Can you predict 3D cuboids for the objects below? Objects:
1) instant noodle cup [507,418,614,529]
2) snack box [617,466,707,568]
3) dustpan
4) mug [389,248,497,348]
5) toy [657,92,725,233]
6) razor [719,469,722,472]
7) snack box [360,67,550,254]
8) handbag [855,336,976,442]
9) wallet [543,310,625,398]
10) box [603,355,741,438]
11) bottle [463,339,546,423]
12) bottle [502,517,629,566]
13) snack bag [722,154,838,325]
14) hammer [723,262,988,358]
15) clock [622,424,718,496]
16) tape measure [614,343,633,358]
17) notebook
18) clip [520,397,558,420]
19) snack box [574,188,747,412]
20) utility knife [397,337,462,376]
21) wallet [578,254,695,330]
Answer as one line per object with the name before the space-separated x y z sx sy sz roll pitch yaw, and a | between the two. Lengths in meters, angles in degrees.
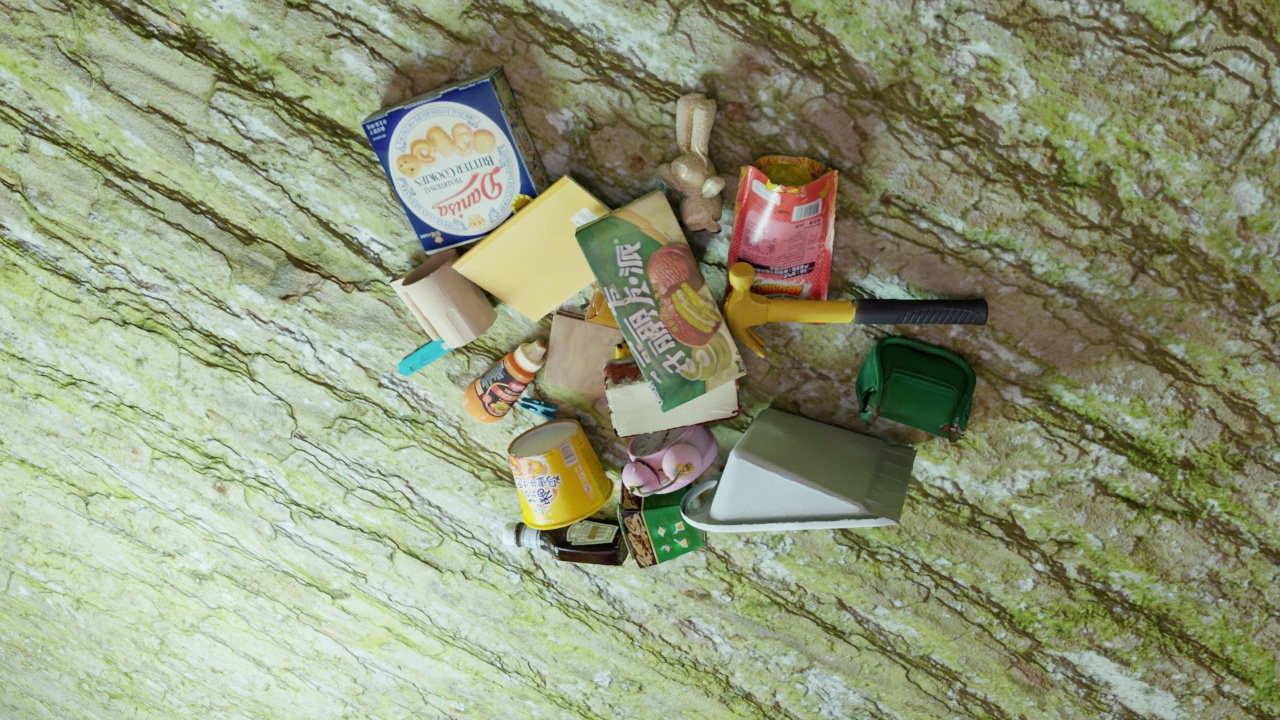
instant noodle cup | -0.119 0.153 1.285 0.138 0.137 0.110 -12 111 22
snack box | 0.033 0.215 1.298 0.106 0.118 0.118 -12 119 8
dustpan | 0.189 0.165 1.155 0.258 0.222 0.143 21 114 15
mug | -0.262 -0.077 1.206 0.125 0.084 0.103 -11 121 39
toy | 0.065 -0.221 1.035 0.105 0.066 0.157 24 128 41
razor | 0.175 0.172 1.272 0.133 0.028 0.043 -3 92 21
snack box | -0.215 -0.235 1.107 0.178 0.045 0.182 -12 118 21
handbag | 0.326 0.038 1.088 0.131 0.120 0.068 16 130 2
wallet | -0.075 -0.006 1.233 0.101 0.020 0.115 13 122 5
box | 0.040 0.039 1.165 0.168 0.080 0.091 -10 121 1
bottle | -0.180 0.024 1.259 0.067 0.066 0.150 41 116 -12
bottle | -0.112 0.268 1.383 0.195 0.079 0.044 2 119 16
snack bag | 0.163 -0.129 1.063 0.128 0.073 0.208 1 128 2
hammer | 0.248 -0.057 1.071 0.301 0.032 0.129 0 136 4
clock | 0.036 0.126 1.202 0.117 0.158 0.060 -22 115 25
tape measure | -0.007 0.007 1.207 0.057 0.028 0.060 0 121 -7
notebook | -0.112 -0.132 1.133 0.207 0.010 0.146 -32 132 30
clip | -0.144 0.067 1.302 0.057 0.014 0.047 20 127 3
snack box | 0.024 -0.069 1.073 0.114 0.063 0.240 -25 102 4
utility knife | -0.289 -0.013 1.290 0.152 0.012 0.029 -28 105 29
wallet | -0.009 -0.092 1.143 0.119 0.035 0.131 12 127 -13
